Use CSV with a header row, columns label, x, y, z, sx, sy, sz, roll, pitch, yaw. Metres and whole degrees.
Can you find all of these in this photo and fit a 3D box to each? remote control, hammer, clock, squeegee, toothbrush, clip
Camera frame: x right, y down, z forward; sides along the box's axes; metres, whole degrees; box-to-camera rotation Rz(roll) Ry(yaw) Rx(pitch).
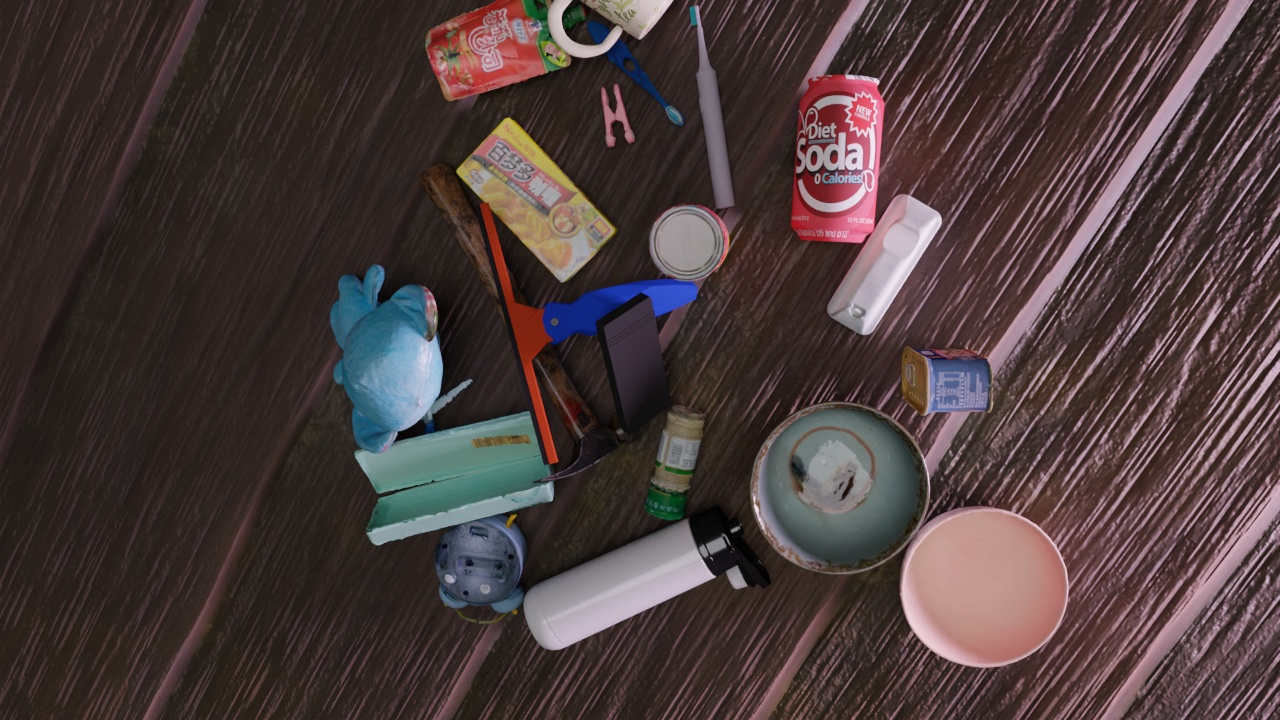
label,x,y,z,sx,sy,sz,roll,pitch,yaw
remote control,-0.005,0.005,0.852,0.058,0.013,0.134,-34,134,-26
hammer,-0.127,-0.041,0.888,0.119,0.033,0.330,-30,88,-30
clock,-0.162,0.213,0.940,0.089,0.051,0.124,5,99,5
squeegee,-0.032,-0.047,0.864,0.184,0.055,0.249,-15,89,-18
toothbrush,0.066,-0.238,0.864,0.019,0.018,0.188,-8,97,6
clip,-0.028,-0.231,0.877,0.043,0.023,0.060,-31,99,8
toothbrush,-0.004,-0.272,0.869,0.021,0.016,0.132,-43,92,8
remote control,0.229,-0.089,0.864,0.050,0.022,0.133,31,101,2

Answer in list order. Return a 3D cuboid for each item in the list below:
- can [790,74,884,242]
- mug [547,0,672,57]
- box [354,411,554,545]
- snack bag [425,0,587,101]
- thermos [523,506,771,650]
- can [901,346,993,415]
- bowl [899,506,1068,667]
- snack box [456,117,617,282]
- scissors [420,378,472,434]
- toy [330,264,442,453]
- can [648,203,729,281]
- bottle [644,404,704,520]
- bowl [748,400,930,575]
label,x,y,z,sx,sy,sz,roll,pitch,yaw
can,0.178,-0.180,0.831,0.074,0.074,0.142,4,99,6
mug,-0.033,-0.331,0.833,0.097,0.081,0.122,39,92,-7
box,-0.185,0.105,0.903,0.188,0.077,0.091,-14,110,4
snack bag,-0.124,-0.304,0.873,0.155,0.044,0.087,-19,87,3
thermos,0.005,0.228,0.918,0.230,0.068,0.101,-26,107,9
can,0.277,0.017,0.835,0.059,0.099,0.054,-1,99,4
bowl,0.315,0.203,0.869,0.153,0.076,0.153,1,99,6
snack box,-0.100,-0.155,0.893,0.075,0.025,0.152,-43,91,10
scissors,-0.215,0.064,0.945,0.130,0.014,0.117,-38,95,4
toy,-0.246,-0.012,0.891,0.180,0.114,0.184,49,124,39
can,0.046,-0.107,0.832,0.067,0.124,0.067,1,98,7
bottle,0.034,0.100,0.905,0.043,0.042,0.110,13,98,5
bowl,0.181,0.110,0.862,0.160,0.093,0.160,1,98,7
